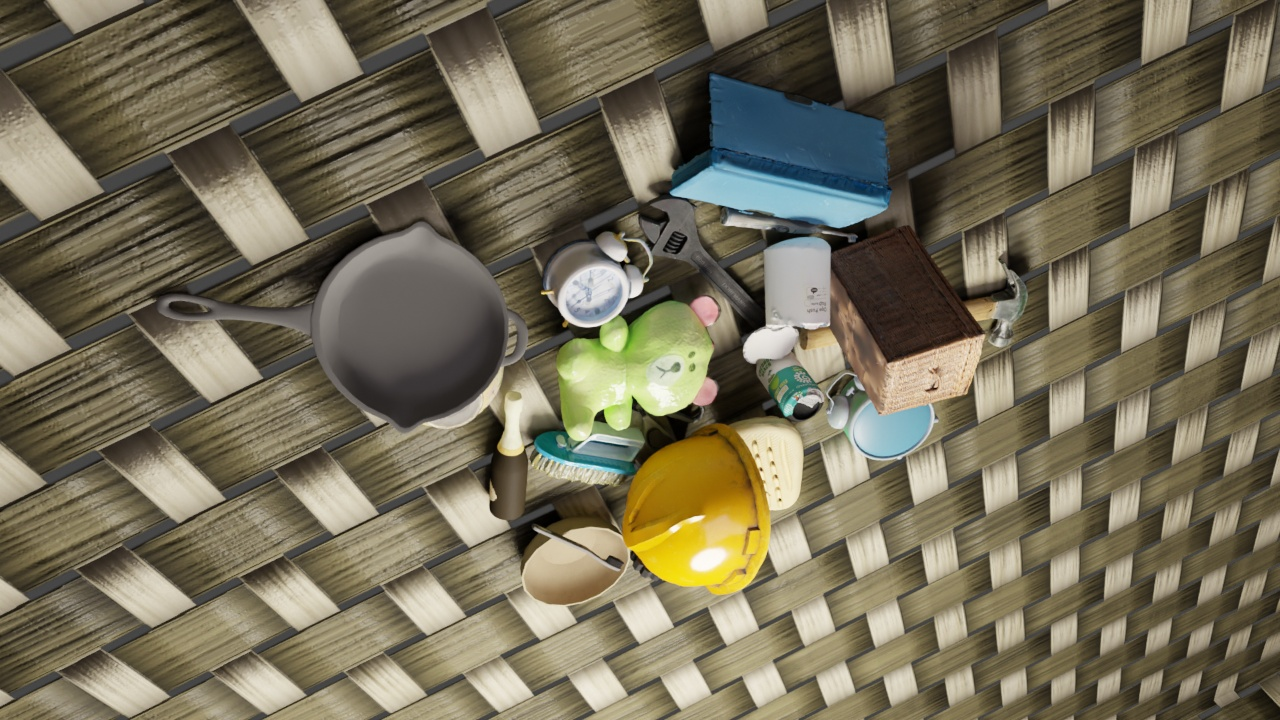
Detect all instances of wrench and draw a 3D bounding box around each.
[{"bbox_3d":[0.087,-0.101,1.069,0.073,0.018,0.273,-41,132,11],"label":"wrench"}]

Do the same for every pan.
[{"bbox_3d":[-0.293,-0.039,0.925,0.354,0.024,0.216,5,99,-13],"label":"pan"}]

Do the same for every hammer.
[{"bbox_3d":[0.364,-0.055,1.211,0.330,0.033,0.132,-10,131,-15],"label":"hammer"}]

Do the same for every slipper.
[{"bbox_3d":[0.165,0.124,1.241,0.111,0.079,0.262,-3,147,11],"label":"slipper"}]

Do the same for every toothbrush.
[{"bbox_3d":[0.176,-0.156,1.059,0.185,0.024,0.022,5,165,-26],"label":"toothbrush"},{"bbox_3d":[-0.081,0.245,1.203,0.167,0.013,0.013,33,100,-37],"label":"toothbrush"}]

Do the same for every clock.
[{"bbox_3d":[-0.045,-0.091,1.000,0.125,0.052,0.089,-33,131,0],"label":"clock"},{"bbox_3d":[0.322,0.062,1.262,0.161,0.075,0.122,30,112,-24],"label":"clock"}]

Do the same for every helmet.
[{"bbox_3d":[0.046,0.197,1.149,0.131,0.205,0.256,-7,148,-24],"label":"helmet"}]

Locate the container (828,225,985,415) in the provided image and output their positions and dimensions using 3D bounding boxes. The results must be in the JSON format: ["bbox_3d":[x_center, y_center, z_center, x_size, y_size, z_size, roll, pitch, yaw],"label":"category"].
[{"bbox_3d":[0.300,-0.046,1.080,0.112,0.198,0.114,-17,142,-6],"label":"container"}]

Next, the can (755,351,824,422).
[{"bbox_3d":[0.186,0.028,1.154,0.055,0.101,0.055,-11,130,-14],"label":"can"}]

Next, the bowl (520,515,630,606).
[{"bbox_3d":[-0.094,0.266,1.257,0.152,0.050,0.153,-11,129,-15],"label":"bowl"}]

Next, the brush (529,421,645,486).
[{"bbox_3d":[-0.068,0.110,1.142,0.135,0.055,0.075,12,125,-30],"label":"brush"}]

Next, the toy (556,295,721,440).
[{"bbox_3d":[-0.006,0.006,1.064,0.196,0.107,0.150,-15,114,-23],"label":"toy"}]

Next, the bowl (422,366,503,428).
[{"bbox_3d":[-0.215,0.029,1.012,0.145,0.063,0.145,-11,129,-14],"label":"bowl"}]

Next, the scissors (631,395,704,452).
[{"bbox_3d":[0.007,0.072,1.171,0.164,0.012,0.150,-7,127,-21],"label":"scissors"}]

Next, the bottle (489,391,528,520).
[{"bbox_3d":[-0.158,0.114,1.115,0.045,0.045,0.185,-5,128,-19],"label":"bottle"}]

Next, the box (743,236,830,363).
[{"bbox_3d":[0.172,-0.066,1.087,0.084,0.136,0.147,-1,89,-26],"label":"box"}]

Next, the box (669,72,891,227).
[{"bbox_3d":[0.152,-0.222,0.992,0.231,0.112,0.094,6,168,-25],"label":"box"}]
